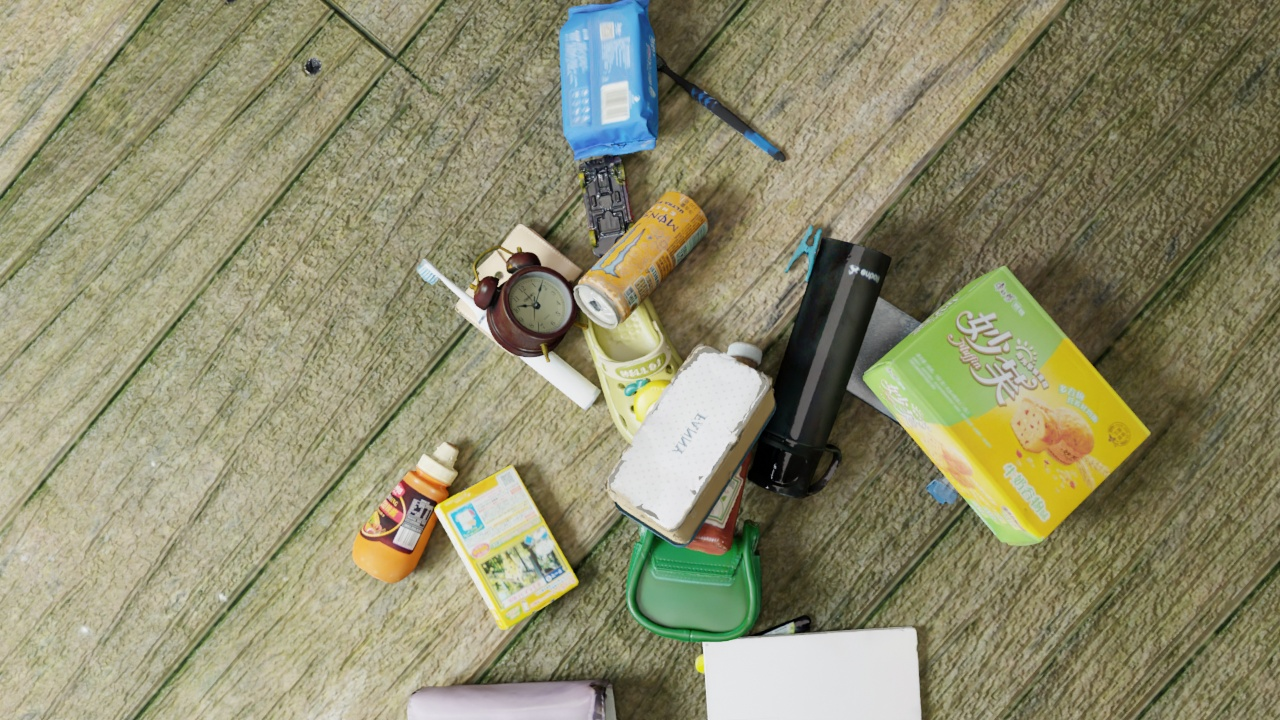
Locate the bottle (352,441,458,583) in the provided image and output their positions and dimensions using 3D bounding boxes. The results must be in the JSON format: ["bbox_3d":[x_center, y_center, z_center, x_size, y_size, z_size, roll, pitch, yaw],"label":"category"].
[{"bbox_3d":[-0.231,0.150,0.934,0.067,0.067,0.149,30,84,6],"label":"bottle"}]

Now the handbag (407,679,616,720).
[{"bbox_3d":[-0.121,0.387,0.894,0.197,0.098,0.145,-4,89,7],"label":"handbag"}]

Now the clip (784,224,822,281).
[{"bbox_3d":[0.167,-0.109,0.922,0.039,0.013,0.056,23,92,5],"label":"clip"}]

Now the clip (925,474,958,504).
[{"bbox_3d":[0.309,0.114,0.898,0.027,0.045,0.058,44,84,8],"label":"clip"}]

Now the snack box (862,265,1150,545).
[{"bbox_3d":[0.336,0.042,0.851,0.157,0.070,0.210,-38,86,-13],"label":"snack box"}]

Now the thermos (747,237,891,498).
[{"bbox_3d":[0.176,0.011,0.881,0.090,0.068,0.242,14,97,-28],"label":"thermos"}]

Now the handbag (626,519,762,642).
[{"bbox_3d":[0.053,0.211,0.895,0.131,0.068,0.120,2,80,7],"label":"handbag"}]

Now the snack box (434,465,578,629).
[{"bbox_3d":[-0.134,0.185,0.917,0.086,0.034,0.140,-29,84,-25],"label":"snack box"}]

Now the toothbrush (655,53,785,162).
[{"bbox_3d":[0.072,-0.261,0.935,0.189,0.016,0.014,39,100,5],"label":"toothbrush"}]

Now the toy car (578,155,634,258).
[{"bbox_3d":[-0.033,-0.153,0.934,0.049,0.031,0.106,-11,85,6],"label":"toy car"}]

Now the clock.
[{"bbox_3d":[-0.113,-0.058,0.892,0.122,0.055,0.081,49,63,-4],"label":"clock"}]

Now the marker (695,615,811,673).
[{"bbox_3d":[0.113,0.283,0.916,0.124,0.015,0.018,-23,91,2],"label":"marker"}]

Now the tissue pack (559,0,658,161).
[{"bbox_3d":[-0.030,-0.282,0.919,0.095,0.052,0.157,-3,89,22],"label":"tissue pack"}]

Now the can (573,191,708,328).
[{"bbox_3d":[0.002,-0.099,0.889,0.058,0.058,0.145,40,67,5],"label":"can"}]

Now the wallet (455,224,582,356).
[{"bbox_3d":[-0.128,-0.075,0.947,0.087,0.024,0.115,39,94,0],"label":"wallet"}]

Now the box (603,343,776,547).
[{"bbox_3d":[0.044,0.080,0.825,0.090,0.060,0.184,31,79,24],"label":"box"}]

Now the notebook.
[{"bbox_3d":[0.170,0.342,0.899,0.209,0.012,0.150,-3,89,1],"label":"notebook"}]

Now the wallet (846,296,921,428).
[{"bbox_3d":[0.243,-0.001,0.910,0.121,0.019,0.097,33,94,5],"label":"wallet"}]

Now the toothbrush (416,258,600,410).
[{"bbox_3d":[-0.133,-0.028,0.922,0.221,0.026,0.026,39,96,-6],"label":"toothbrush"}]

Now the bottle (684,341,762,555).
[{"bbox_3d":[0.080,0.080,0.881,0.060,0.060,0.205,13,70,6],"label":"bottle"}]

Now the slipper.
[{"bbox_3d":[-0.005,0.005,0.904,0.092,0.081,0.190,-25,83,7],"label":"slipper"}]
